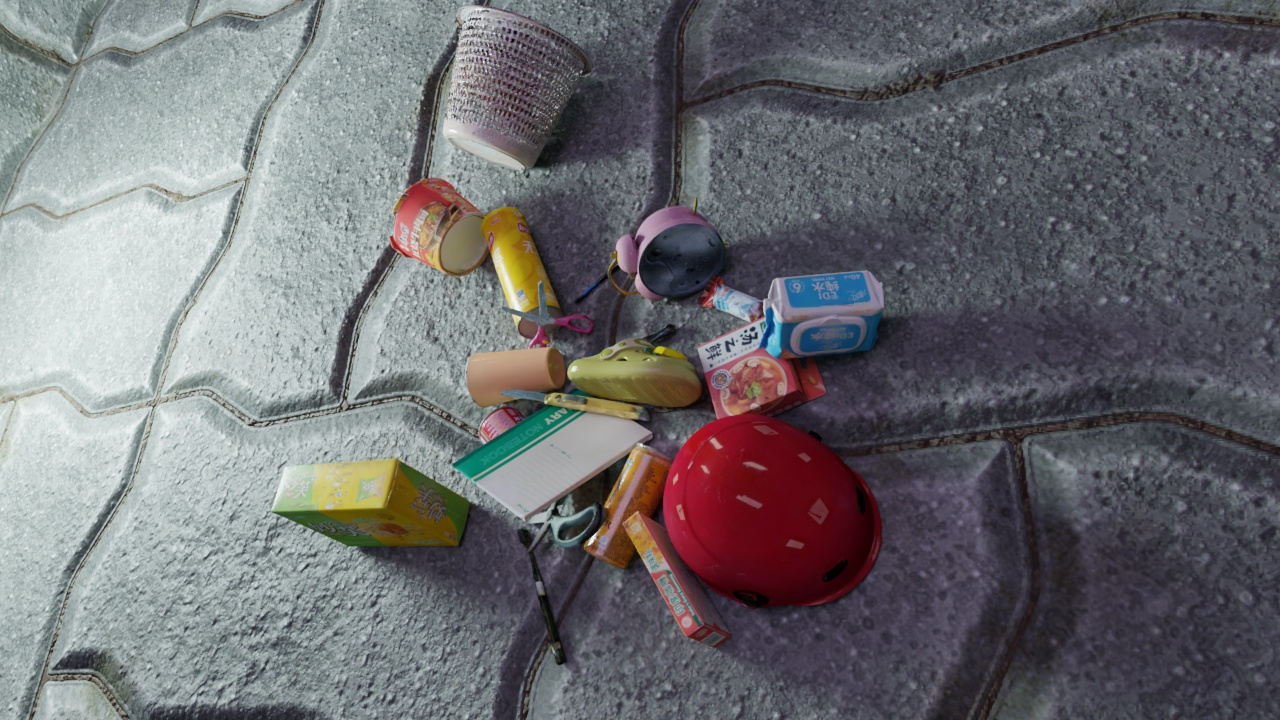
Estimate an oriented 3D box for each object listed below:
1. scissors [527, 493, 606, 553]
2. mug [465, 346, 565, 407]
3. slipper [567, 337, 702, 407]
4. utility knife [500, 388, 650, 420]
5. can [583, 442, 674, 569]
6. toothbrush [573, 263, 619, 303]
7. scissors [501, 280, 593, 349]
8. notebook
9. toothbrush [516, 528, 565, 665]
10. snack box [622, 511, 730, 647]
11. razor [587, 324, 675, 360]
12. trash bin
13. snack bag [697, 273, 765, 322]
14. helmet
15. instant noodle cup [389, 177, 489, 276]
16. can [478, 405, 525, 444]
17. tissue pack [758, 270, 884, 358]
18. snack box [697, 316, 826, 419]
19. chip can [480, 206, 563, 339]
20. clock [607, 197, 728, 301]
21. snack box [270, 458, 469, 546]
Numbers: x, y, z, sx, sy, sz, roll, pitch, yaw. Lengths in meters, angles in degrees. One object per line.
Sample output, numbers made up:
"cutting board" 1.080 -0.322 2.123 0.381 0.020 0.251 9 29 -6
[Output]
"scissors" -0.082 0.175 1.139 0.170 0.019 0.179 -58 28 -9
"mug" -0.170 0.020 1.273 0.123 0.078 0.078 -9 62 21
"slipper" -0.007 0.007 1.174 0.191 0.091 0.081 1 64 34
"utility knife" -0.086 0.057 1.209 0.213 0.022 0.030 4 29 20
"can" -0.012 0.176 1.108 0.058 0.058 0.146 19 77 36
"toothbrush" -0.022 -0.141 1.303 0.189 0.014 0.016 -40 77 8
"scissors" -0.126 -0.052 1.269 0.135 0.133 0.017 -2 34 -3
"notebook" -0.110 0.112 1.152 0.208 0.012 0.150 -31 42 -33
"toothbrush" -0.125 0.290 1.142 0.012 0.017 0.185 -30 55 11
"snack box" 0.040 0.245 1.031 0.027 0.077 0.155 -39 53 7
"razor" -0.016 -0.015 1.232 0.143 0.022 0.042 -23 13 15
"trash bin" -0.211 -0.415 1.442 0.228 0.227 0.192 18 89 35
"snack bag" 0.123 -0.074 1.176 0.104 0.026 0.048 32 96 38
"helmet" 0.128 0.153 0.989 0.240 0.144 0.206 14 72 34
"instant noodle cup" -0.302 -0.202 1.430 0.108 0.138 0.138 32 85 29
"can" -0.165 0.112 1.225 0.066 0.066 0.094 -49 52 0
"tissue pack" 0.206 -0.048 1.047 0.140 0.090 0.063 -5 54 -1
"snack box" 0.144 0.011 1.108 0.127 0.044 0.113 -25 56 17
"chip can" -0.176 -0.131 1.352 0.072 0.072 0.213 -32 55 13
"clock" 0.031 -0.136 1.207 0.159 0.117 0.059 -31 44 11
"snack box" -0.363 0.197 1.241 0.210 0.157 0.069 -7 59 28
